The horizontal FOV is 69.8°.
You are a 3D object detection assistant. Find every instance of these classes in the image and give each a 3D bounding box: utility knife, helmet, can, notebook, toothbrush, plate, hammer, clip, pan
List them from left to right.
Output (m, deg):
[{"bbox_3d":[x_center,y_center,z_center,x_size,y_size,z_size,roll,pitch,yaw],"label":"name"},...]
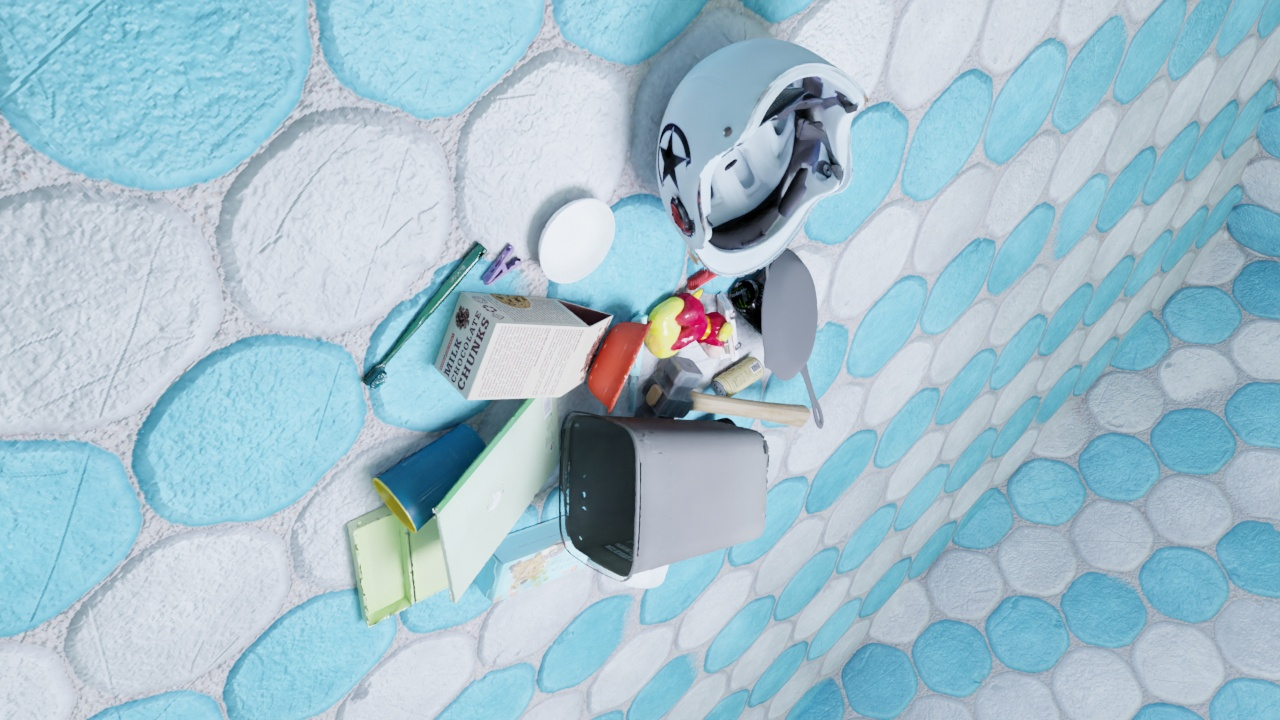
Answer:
[{"bbox_3d":[-0.223,-0.045,0.955,0.190,0.017,0.016,-50,146,0],"label":"toothbrush"},{"bbox_3d":[-0.149,-0.105,0.988,0.050,0.014,0.046,-26,139,-35],"label":"clip"},{"bbox_3d":[-0.165,0.148,1.115,0.251,0.010,0.182,-54,157,-42],"label":"notebook"},{"bbox_3d":[-0.076,-0.138,1.026,0.104,0.026,0.104,-28,140,-28],"label":"plate"},{"bbox_3d":[-0.007,0.007,1.251,0.022,0.015,0.178,-5,133,-10],"label":"utility knife"},{"bbox_3d":[0.139,0.070,1.383,0.322,0.051,0.117,10,122,-39],"label":"hammer"},{"bbox_3d":[0.151,0.028,1.427,0.079,0.038,0.038,-30,141,-27],"label":"can"},{"bbox_3d":[0.111,-0.234,1.030,0.236,0.163,0.265,-26,145,-25],"label":"helmet"},{"bbox_3d":[0.146,-0.154,1.275,0.212,0.012,0.018,-33,142,-24],"label":"toothbrush"},{"bbox_3d":[0.179,-0.073,1.350,0.054,0.054,0.137,-52,145,2],"label":"can"},{"bbox_3d":[0.246,-0.020,1.389,0.215,0.024,0.355,-61,141,-38],"label":"pan"}]

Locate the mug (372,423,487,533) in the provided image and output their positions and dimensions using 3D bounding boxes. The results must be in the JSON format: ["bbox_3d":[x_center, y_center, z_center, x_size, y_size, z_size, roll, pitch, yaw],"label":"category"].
[{"bbox_3d":[-0.236,0.131,1.059,0.121,0.078,0.078,-39,144,-26],"label":"mug"}]

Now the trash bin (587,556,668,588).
[{"bbox_3d":[0.003,0.237,1.383,0.133,0.133,0.161,3,115,-50],"label":"trash bin"}]

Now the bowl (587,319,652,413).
[{"bbox_3d":[-0.032,-0.001,1.156,0.130,0.045,0.130,-170,-76,-89],"label":"bowl"}]

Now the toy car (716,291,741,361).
[{"bbox_3d":[0.120,-0.045,1.328,0.039,0.039,0.113,-21,140,-4],"label":"toy car"}]

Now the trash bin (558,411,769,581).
[{"bbox_3d":[0.034,0.164,1.210,0.219,0.198,0.197,-1,96,-32],"label":"trash bin"}]

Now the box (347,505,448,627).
[{"bbox_3d":[-0.288,0.242,1.140,0.137,0.024,0.187,-20,136,-28],"label":"box"}]

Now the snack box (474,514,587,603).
[{"bbox_3d":[-0.148,0.279,1.310,0.174,0.053,0.075,-10,130,-42],"label":"snack box"}]

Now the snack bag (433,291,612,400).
[{"bbox_3d":[-0.120,-0.015,1.052,0.206,0.070,0.094,0,121,-49],"label":"snack bag"}]

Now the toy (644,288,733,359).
[{"bbox_3d":[0.065,-0.050,1.247,0.137,0.067,0.106,5,117,-36],"label":"toy"}]

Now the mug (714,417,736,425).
[{"bbox_3d":[0.097,0.148,1.454,0.100,0.085,0.119,-15,164,-22],"label":"mug"}]
